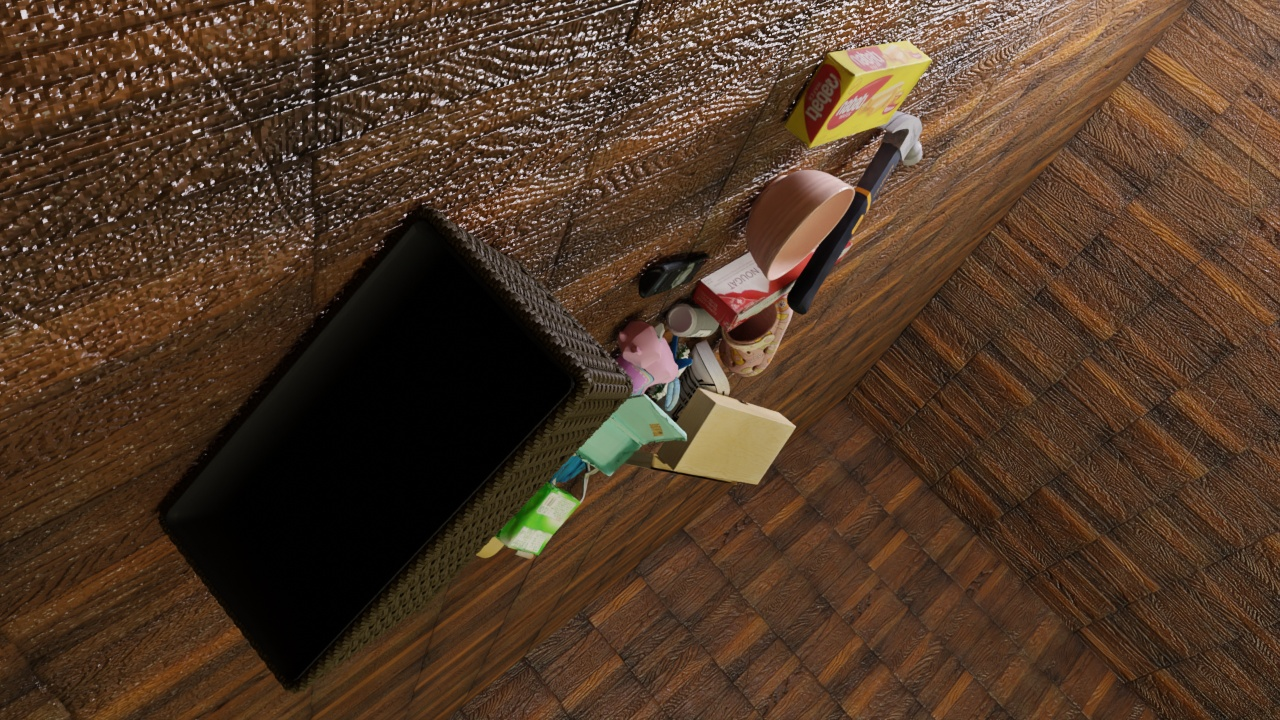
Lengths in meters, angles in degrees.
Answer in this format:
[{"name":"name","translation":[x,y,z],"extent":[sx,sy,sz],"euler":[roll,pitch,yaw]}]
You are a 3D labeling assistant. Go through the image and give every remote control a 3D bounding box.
[{"name":"remote control","translation":[0.040,-0.103,1.076],"extent":[0.046,0.021,0.140],"euler":[-49,168,26]}]

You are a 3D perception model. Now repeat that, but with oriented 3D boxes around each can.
[{"name":"can","translation":[0.072,-0.054,1.241],"extent":[0.044,0.044,0.106],"euler":[-48,164,17]}]

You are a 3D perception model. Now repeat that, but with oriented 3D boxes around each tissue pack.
[{"name":"tissue pack","translation":[-0.133,0.204,1.183],"extent":[0.099,0.034,0.114],"euler":[-52,156,-4]}]

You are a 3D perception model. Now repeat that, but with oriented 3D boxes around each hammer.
[{"name":"hammer","translation":[0.291,-0.199,1.251],"extent":[0.312,0.035,0.139],"euler":[-58,153,-5]}]

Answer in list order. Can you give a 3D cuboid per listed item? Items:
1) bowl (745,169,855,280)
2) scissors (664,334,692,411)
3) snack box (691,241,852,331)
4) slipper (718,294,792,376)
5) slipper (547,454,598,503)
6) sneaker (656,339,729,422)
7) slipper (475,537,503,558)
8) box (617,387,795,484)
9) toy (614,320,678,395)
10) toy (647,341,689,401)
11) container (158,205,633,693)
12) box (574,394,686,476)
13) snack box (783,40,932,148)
[{"name":"bowl","translation":[0.183,-0.177,1.125],"extent":[0.153,0.076,0.153],"euler":[-40,166,-13]},{"name":"scissors","translation":[0.042,0.008,1.264],"extent":[0.013,0.127,0.126],"euler":[7,171,-21]},{"name":"snack box","translation":[0.189,-0.128,1.277],"extent":[0.272,0.076,0.044],"euler":[-30,157,-36]},{"name":"slipper","translation":[0.170,-0.043,1.443],"extent":[0.081,0.093,0.198],"euler":[-19,153,-34]},{"name":"slipper","translation":[-0.087,0.152,1.305],"extent":[0.118,0.060,0.294],"euler":[-57,171,12]},{"name":"sneaker","translation":[0.073,0.053,1.480],"extent":[0.097,0.091,0.246],"euler":[-21,161,-15]},{"name":"slipper","translation":[-0.196,0.209,1.220],"extent":[0.099,0.078,0.263],"euler":[-47,164,5]},{"name":"box","translation":[0.096,0.147,1.485],"extent":[0.253,0.118,0.247],"euler":[-24,154,32]},{"name":"toy","translation":[-0.007,0.007,1.170],"extent":[0.123,0.067,0.157],"euler":[-42,161,3]},{"name":"toy","translation":[0.040,0.020,1.369],"extent":[0.095,0.041,0.109],"euler":[-56,170,-8]},{"name":"container","translation":[-0.169,0.066,0.729],"extent":[0.321,0.176,0.204],"euler":[-46,168,12]},{"name":"box","translation":[-0.026,0.090,1.194],"extent":[0.138,0.055,0.187],"euler":[-29,153,6]},{"name":"snack box","translation":[0.243,-0.297,1.014],"extent":[0.200,0.042,0.092],"euler":[-27,157,-46]}]
